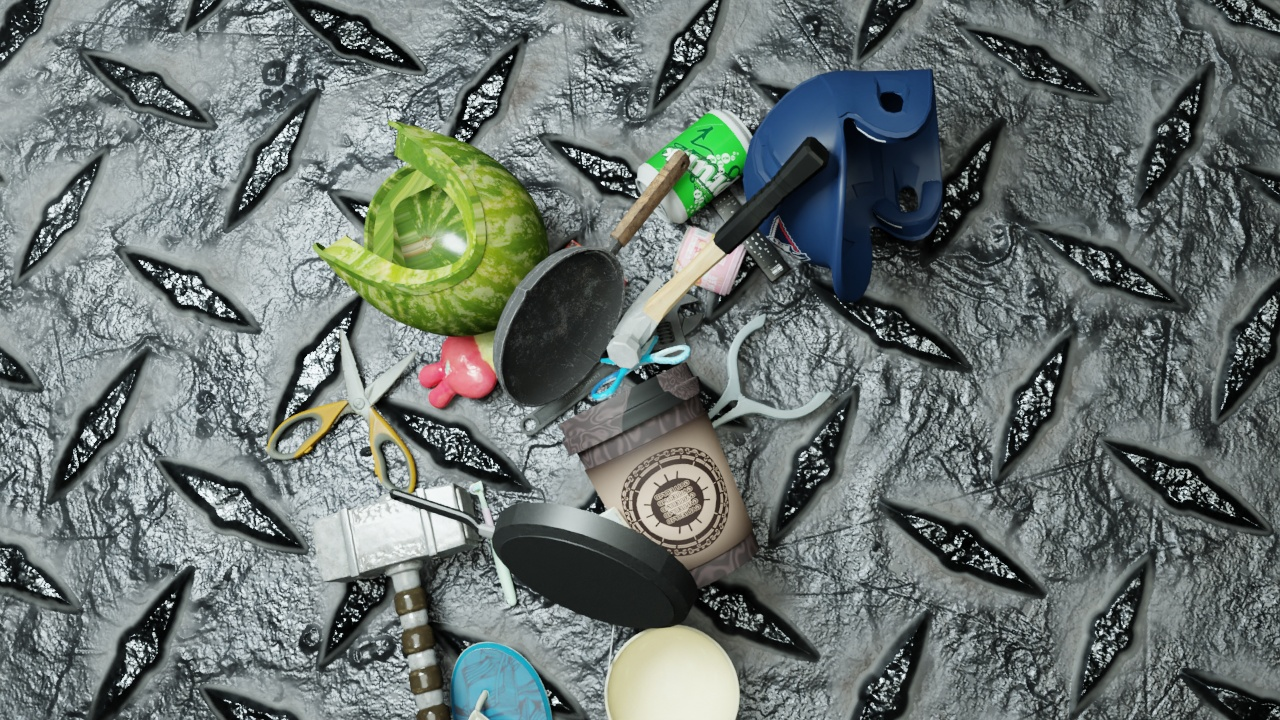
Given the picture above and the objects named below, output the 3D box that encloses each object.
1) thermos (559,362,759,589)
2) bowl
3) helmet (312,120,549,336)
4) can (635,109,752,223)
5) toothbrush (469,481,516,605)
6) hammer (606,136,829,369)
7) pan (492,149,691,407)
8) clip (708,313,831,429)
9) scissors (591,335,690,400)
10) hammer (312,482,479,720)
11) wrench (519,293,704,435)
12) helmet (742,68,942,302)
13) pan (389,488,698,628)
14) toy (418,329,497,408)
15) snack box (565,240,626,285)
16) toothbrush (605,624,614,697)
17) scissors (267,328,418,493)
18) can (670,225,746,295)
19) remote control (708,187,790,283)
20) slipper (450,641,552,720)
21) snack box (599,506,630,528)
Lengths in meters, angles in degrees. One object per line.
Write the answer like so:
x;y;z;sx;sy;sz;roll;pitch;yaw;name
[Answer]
0.029;0.139;1.050;0.172;0.173;0.226;-26;88;-3;thermos
0.036;0.376;1.056;0.151;0.075;0.150;0;82;1;bowl
-0.221;-0.137;1.051;0.243;0.247;0.213;31;92;1;helmet
0.069;-0.240;1.139;0.140;0.088;0.088;-39;83;-4;can
-0.177;0.222;1.113;0.022;0.015;0.154;-25;79;32;toothbrush
0.081;-0.120;1.016;0.039;0.130;0.329;39;126;-11;hammer
-0.052;-0.105;1.057;0.040;0.207;0.356;30;82;28;pan
0.160;0.026;1.130;0.165;0.032;0.164;9;81;3;clip
-0.007;0.007;1.079;0.139;0.134;0.011;-43;121;-34;scissors
-0.258;0.312;1.054;0.177;0.079;0.326;-15;76;-1;hammer
-0.037;0.007;1.142;0.273;0.018;0.073;-36;82;-2;wrench
0.228;-0.200;1.058;0.223;0.232;0.271;-4;66;20;helmet
-0.114;0.204;0.978;0.356;0.226;0.034;16;56;11;pan
-0.213;0.006;1.129;0.135;0.045;0.091;-36;72;9;toy
-0.091;-0.073;1.151;0.089;0.021;0.133;37;84;7;snack box
-0.026;0.298;1.053;0.010;0.010;0.181;5;48;2;toothbrush
-0.348;0.078;1.132;0.225;0.016;0.230;-38;86;0;scissors
0.084;-0.122;1.131;0.076;0.067;0.067;21;83;5;can
0.136;-0.162;1.165;0.030;0.009;0.140;-36;82;-4;remote control
-0.156;0.476;1.055;0.118;0.060;0.294;-5;82;-3;slipper
-0.047;0.224;1.046;0.026;0.150;0.082;-33;87;-36;snack box
